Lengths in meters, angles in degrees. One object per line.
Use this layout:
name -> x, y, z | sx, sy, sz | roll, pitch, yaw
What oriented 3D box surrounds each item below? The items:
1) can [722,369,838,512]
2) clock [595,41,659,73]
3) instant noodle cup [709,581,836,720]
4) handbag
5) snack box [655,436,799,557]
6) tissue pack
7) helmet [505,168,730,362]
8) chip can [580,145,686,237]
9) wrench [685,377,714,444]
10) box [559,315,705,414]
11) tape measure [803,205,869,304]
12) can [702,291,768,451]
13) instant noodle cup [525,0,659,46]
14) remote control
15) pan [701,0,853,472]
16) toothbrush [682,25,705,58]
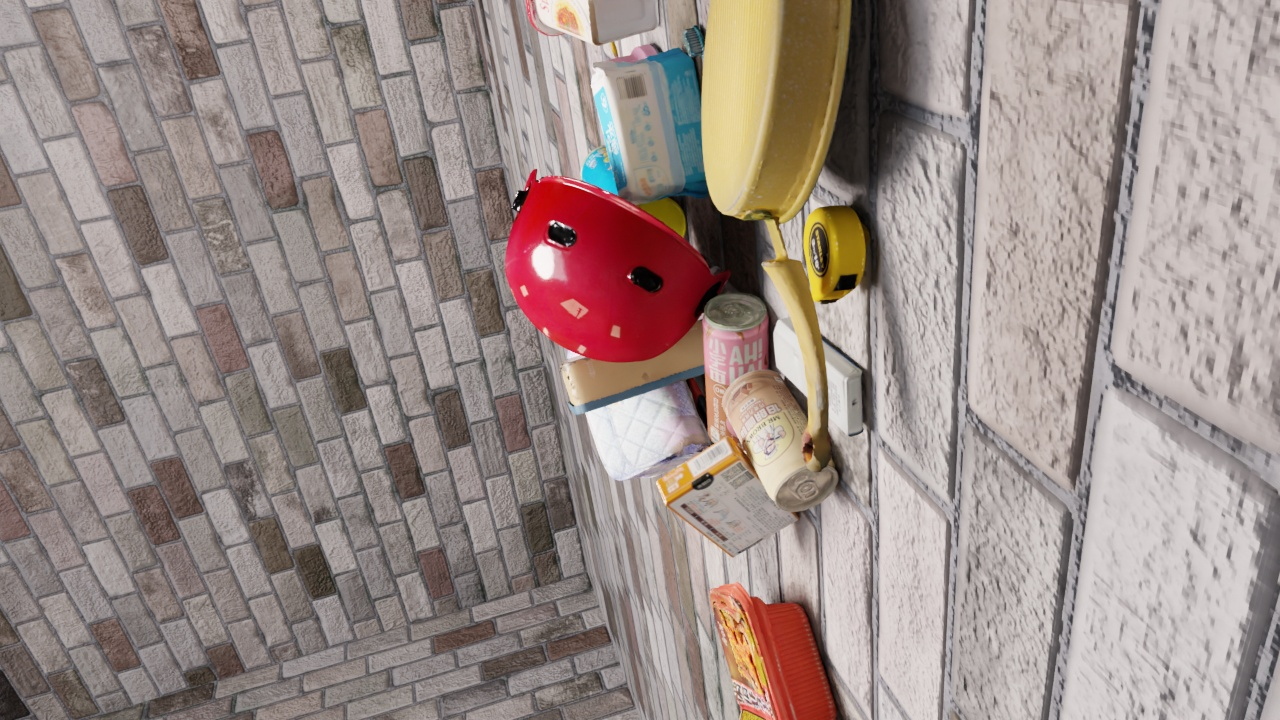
can -> 0.114, 0.064, 0.761 | 0.116, 0.058, 0.059 | -115, 15, -45
clock -> 0.000, -0.246, 0.944 | 0.117, 0.059, 0.158 | 96, 155, -64
instant noodle cup -> 0.133, 0.313, 0.934 | 0.165, 0.079, 0.188 | 119, 135, -74
handbag -> -0.006, 0.039, 1.070 | 0.134, 0.075, 0.193 | -32, 72, 33
snack box -> 0.080, 0.125, 0.809 | 0.153, 0.075, 0.026 | 46, -165, -50
tissue pack -> 0.012, -0.212, 0.843 | 0.063, 0.090, 0.140 | -170, 66, -74
helmet -> -0.037, -0.073, 0.846 | 0.144, 0.207, 0.240 | -63, 1, 3
chip can -> -0.014, -0.187, 1.058 | 0.210, 0.071, 0.071 | -121, 20, -57
wrench -> 0.076, 0.059, 1.041 | 0.056, 0.016, 0.273 | 90, 159, -61
box -> -0.006, 0.006, 0.969 | 0.090, 0.184, 0.060 | -165, 55, -83
tape measure -> 0.127, -0.071, 0.591 | 0.057, 0.029, 0.060 | 125, 138, -76
can -> 0.087, 0.013, 0.833 | 0.058, 0.058, 0.147 | -117, 16, -51
instant noodle cup -> -0.045, -0.373, 0.906 | 0.124, 0.116, 0.116 | 48, 153, 42
remote control -> 0.132, 0.009, 0.690 | 0.125, 0.024, 0.049 | -127, 24, -63
pan -> 0.090, -0.105, 0.571 | 0.197, 0.078, 0.357 | -130, 42, -79
toothbrush -> 0.069, -0.200, 0.757 | 0.016, 0.018, 0.191 | 104, 150, -68
